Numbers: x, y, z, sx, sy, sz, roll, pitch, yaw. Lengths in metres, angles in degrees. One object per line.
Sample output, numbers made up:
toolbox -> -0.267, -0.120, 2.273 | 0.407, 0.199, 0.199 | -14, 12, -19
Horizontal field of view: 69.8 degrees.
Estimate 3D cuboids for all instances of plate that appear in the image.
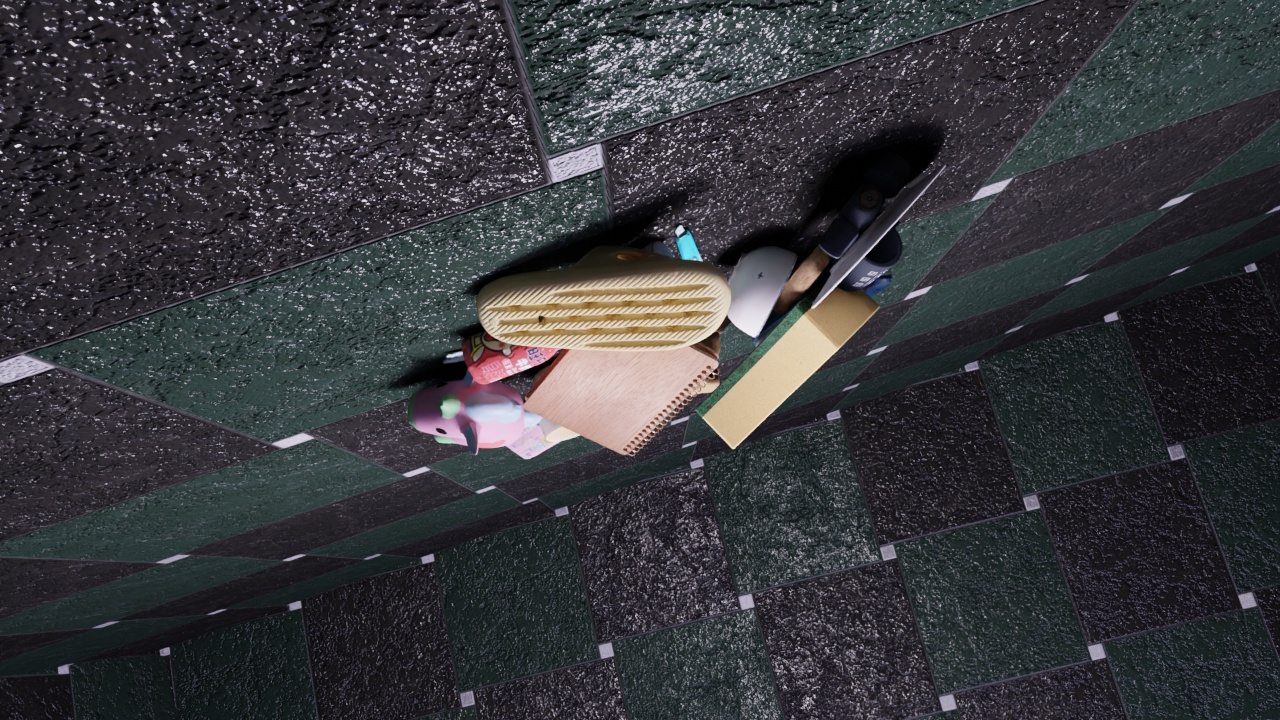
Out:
plate -> 0.257, -0.140, 1.015 | 0.208, 0.015, 0.209 | -47, 176, -5

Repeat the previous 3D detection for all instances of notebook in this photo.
notebook -> -0.023, 0.028, 1.136 | 0.169, 0.022, 0.211 | 27, 130, -20

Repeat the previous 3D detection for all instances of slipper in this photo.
slipper -> -0.038, -0.067, 0.951 | 0.261, 0.079, 0.111 | -3, 131, 6
slipper -> 0.281, -0.067, 1.382 | 0.105, 0.095, 0.254 | -5, 158, -48

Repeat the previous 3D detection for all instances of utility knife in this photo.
utility knife -> 0.053, -0.126, 1.014 | 0.022, 0.015, 0.124 | -33, 164, 0

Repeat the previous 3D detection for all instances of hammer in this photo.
hammer -> 0.208, -0.117, 1.071 | 0.129, 0.040, 0.322 | -50, 176, -17

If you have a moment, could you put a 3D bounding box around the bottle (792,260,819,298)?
bottle -> 0.225, -0.114, 1.254 | 0.036, 0.036, 0.110 | -20, 167, 2

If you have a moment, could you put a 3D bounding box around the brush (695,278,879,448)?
brush -> 0.204, -0.004, 1.266 | 0.251, 0.075, 0.194 | -49, 171, 33

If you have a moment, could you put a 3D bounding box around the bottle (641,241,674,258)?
bottle -> -0.016, -0.088, 1.008 | 0.116, 0.041, 0.041 | -28, 164, 34

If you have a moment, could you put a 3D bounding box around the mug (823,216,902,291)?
mug -> 0.293, -0.146, 1.177 | 0.104, 0.071, 0.078 | -43, 178, -26

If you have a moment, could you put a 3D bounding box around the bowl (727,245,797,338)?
bowl -> 0.139, -0.091, 1.118 | 0.113, 0.063, 0.113 | -63, 177, -7

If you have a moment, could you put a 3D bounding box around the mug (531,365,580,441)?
mug -> -0.097, 0.048, 1.318 | 0.120, 0.099, 0.096 | -23, 165, 6

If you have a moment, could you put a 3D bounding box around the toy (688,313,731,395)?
toy -> 0.086, -0.004, 1.375 | 0.105, 0.108, 0.134 | 10, 152, -33

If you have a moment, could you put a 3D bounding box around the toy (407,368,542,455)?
toy -> -0.203, 0.068, 1.206 | 0.171, 0.120, 0.221 | -9, 168, 44

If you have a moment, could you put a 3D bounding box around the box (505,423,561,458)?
box -> -0.138, 0.072, 1.512 | 0.086, 0.105, 0.231 | 38, 136, -21

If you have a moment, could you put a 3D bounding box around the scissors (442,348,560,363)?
scissors -> -0.171, -0.011, 1.164 | 0.178, 0.016, 0.105 | -16, 167, -17

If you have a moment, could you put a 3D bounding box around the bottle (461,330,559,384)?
bottle -> -0.134, -0.022, 1.067 | 0.137, 0.062, 0.062 | -22, 167, 5

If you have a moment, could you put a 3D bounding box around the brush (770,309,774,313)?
brush -> 0.200, -0.081, 1.407 | 0.039, 0.012, 0.151 | -20, 166, 0
